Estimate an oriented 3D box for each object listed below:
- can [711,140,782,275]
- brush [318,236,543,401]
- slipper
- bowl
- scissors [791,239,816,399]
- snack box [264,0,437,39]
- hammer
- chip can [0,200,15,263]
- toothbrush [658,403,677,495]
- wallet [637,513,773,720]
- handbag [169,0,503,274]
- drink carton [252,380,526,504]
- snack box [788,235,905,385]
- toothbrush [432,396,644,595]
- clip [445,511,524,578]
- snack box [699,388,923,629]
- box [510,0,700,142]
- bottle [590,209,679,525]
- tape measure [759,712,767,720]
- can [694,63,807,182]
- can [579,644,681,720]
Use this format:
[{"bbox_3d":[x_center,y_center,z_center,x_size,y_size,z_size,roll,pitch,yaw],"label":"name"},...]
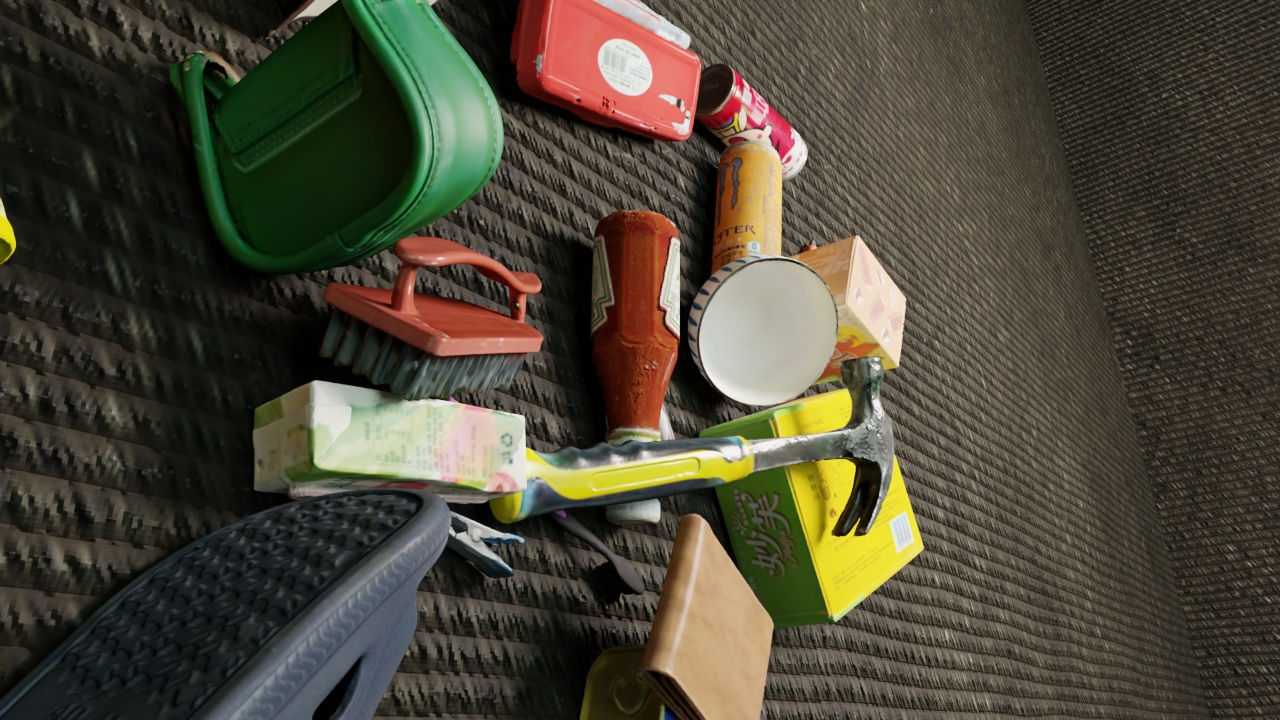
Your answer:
[{"bbox_3d":[0.093,-0.120,0.794,0.058,0.058,0.145,37,47,-39],"label":"can"},{"bbox_3d":[-0.089,-0.022,0.459,0.069,0.063,0.145,-67,165,7],"label":"brush"},{"bbox_3d":[-0.160,0.140,0.299,0.267,0.111,0.083,-47,129,-47],"label":"slipper"},{"bbox_3d":[0.088,-0.028,0.719,0.116,0.116,0.066,54,-4,-22],"label":"bowl"},{"bbox_3d":[0.136,-0.069,0.870,0.188,0.015,0.225,6,70,-53],"label":"scissors"},{"bbox_3d":[-0.131,-0.223,0.486,0.125,0.113,0.053,-33,101,-55],"label":"snack box"},{"bbox_3d":[0.052,0.066,0.582,0.322,0.032,0.126,-3,84,-37],"label":"hammer"},{"bbox_3d":[-0.270,-0.127,0.287,0.071,0.072,0.213,-19,89,-55],"label":"chip can"},{"bbox_3d":[0.008,0.003,0.655,0.016,0.017,0.187,0,74,-53],"label":"toothbrush"},{"bbox_3d":[0.043,0.162,0.526,0.115,0.020,0.101,57,36,-31],"label":"wallet"},{"bbox_3d":[-0.138,-0.106,0.409,0.120,0.132,0.067,63,26,-5],"label":"handbag"},{"bbox_3d":[-0.115,0.044,0.435,0.122,0.054,0.045,14,63,-50],"label":"drink carton"},{"bbox_3d":[0.167,-0.040,0.804,0.094,0.093,0.076,42,49,-34],"label":"snack box"},{"bbox_3d":[-0.059,0.080,0.534,0.189,0.018,0.014,49,39,-23],"label":"toothbrush"},{"bbox_3d":[-0.088,0.093,0.474,0.058,0.027,0.043,41,52,-35],"label":"clip"},{"bbox_3d":[0.146,0.109,0.748,0.209,0.070,0.157,-9,82,-55],"label":"snack box"},{"bbox_3d":[-0.029,-0.246,0.685,0.200,0.074,0.154,-1,71,-55],"label":"box"},{"bbox_3d":[-0.004,0.004,0.604,0.059,0.060,0.205,19,65,-49],"label":"bottle"},{"bbox_3d":[0.053,0.238,0.570,0.039,0.057,0.057,49,9,-30],"label":"tape measure"},{"bbox_3d":[0.102,-0.218,0.858,0.132,0.053,0.053,28,53,-45],"label":"can"},{"bbox_3d":[0.010,0.225,0.519,0.083,0.057,0.101,42,44,-39],"label":"can"}]
